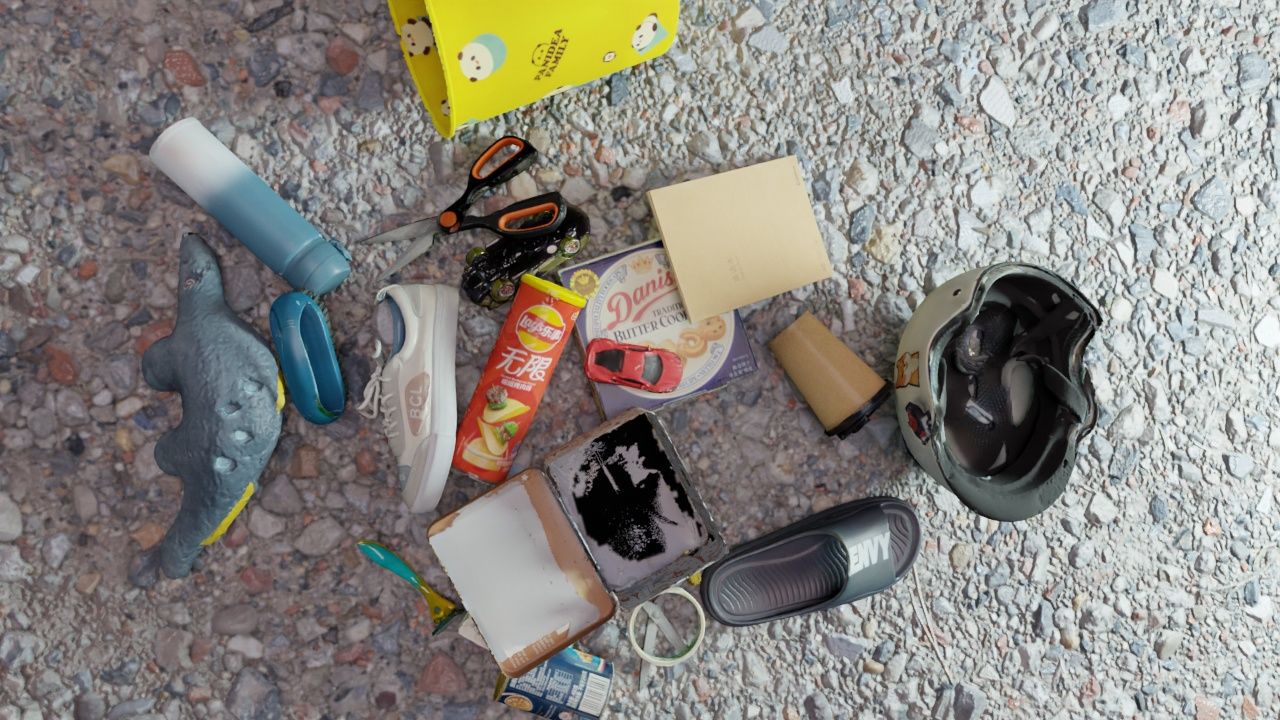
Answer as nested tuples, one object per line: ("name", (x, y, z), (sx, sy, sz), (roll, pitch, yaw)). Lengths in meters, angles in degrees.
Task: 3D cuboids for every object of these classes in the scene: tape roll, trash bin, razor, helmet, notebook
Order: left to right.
("razor", (-0.246, 0.233, 0.970), (0.132, 0.028, 0.043), (44, 112, -7))
("trash bin", (-0.114, -0.374, 0.938), (0.255, 0.230, 0.229), (-20, 90, -16))
("tape roll", (0.028, 0.292, 1.009), (0.085, 0.014, 0.086), (0, 92, -11))
("notebook", (0.117, -0.139, 1.027), (0.211, 0.012, 0.149), (-19, 92, -29))
("helmet", (0.373, 0.027, 1.020), (0.229, 0.157, 0.274), (-1, 97, -21))

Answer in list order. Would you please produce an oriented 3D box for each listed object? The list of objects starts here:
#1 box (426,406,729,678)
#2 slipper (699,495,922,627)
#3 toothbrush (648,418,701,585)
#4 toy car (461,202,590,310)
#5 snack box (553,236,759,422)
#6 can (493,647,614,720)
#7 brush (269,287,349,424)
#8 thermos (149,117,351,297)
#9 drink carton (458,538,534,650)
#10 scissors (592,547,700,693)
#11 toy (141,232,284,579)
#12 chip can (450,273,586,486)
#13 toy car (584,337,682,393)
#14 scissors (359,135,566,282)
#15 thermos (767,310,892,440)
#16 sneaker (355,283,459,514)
("box", (-0.065, 0.180, 0.937), (0.260, 0.082, 0.177), (-29, 95, -10))
("slipper", (0.201, 0.233, 1.019), (0.268, 0.083, 0.110), (-16, 91, -9))
("toothbrush", (0.035, 0.156, 1.016), (0.015, 0.017, 0.190), (-14, 82, -12))
("toy car", (-0.123, -0.114, 0.997), (0.158, 0.042, 0.070), (-35, 58, -9))
("snack box", (0.017, -0.040, 1.021), (0.177, 0.046, 0.182), (-19, 90, -9))
("can", (-0.090, 0.338, 0.967), (0.111, 0.075, 0.075), (22, 83, -8))
("brush", (-0.337, 0.001, 0.927), (0.055, 0.073, 0.144), (-9, 112, -2))
("thermos", (-0.399, -0.153, 0.950), (0.220, 0.070, 0.070), (42, 81, -5))
("drink carton", (-0.141, 0.246, 0.978), (0.053, 0.045, 0.122), (32, 82, -5))
("scissors", (0.013, 0.278, 1.019), (0.159, 0.014, 0.181), (23, 85, -8))
("toy", (-0.429, 0.042, 0.928), (0.138, 0.091, 0.356), (-3, 86, 18))
("chip can", (-0.132, 0.020, 0.959), (0.073, 0.073, 0.216), (24, 95, -7))
("toy car", (-0.006, 0.006, 0.977), (0.106, 0.031, 0.049), (12, 87, -9))
("scissors", (-0.191, -0.166, 1.000), (0.225, 0.022, 0.204), (4, 71, 7))
("thermos", (0.212, 0.017, 1.033), (0.093, 0.093, 0.143), (-40, 85, -10))
("sneaker", (-0.243, 0.037, 0.948), (0.090, 0.090, 0.242), (5, 82, -25))
